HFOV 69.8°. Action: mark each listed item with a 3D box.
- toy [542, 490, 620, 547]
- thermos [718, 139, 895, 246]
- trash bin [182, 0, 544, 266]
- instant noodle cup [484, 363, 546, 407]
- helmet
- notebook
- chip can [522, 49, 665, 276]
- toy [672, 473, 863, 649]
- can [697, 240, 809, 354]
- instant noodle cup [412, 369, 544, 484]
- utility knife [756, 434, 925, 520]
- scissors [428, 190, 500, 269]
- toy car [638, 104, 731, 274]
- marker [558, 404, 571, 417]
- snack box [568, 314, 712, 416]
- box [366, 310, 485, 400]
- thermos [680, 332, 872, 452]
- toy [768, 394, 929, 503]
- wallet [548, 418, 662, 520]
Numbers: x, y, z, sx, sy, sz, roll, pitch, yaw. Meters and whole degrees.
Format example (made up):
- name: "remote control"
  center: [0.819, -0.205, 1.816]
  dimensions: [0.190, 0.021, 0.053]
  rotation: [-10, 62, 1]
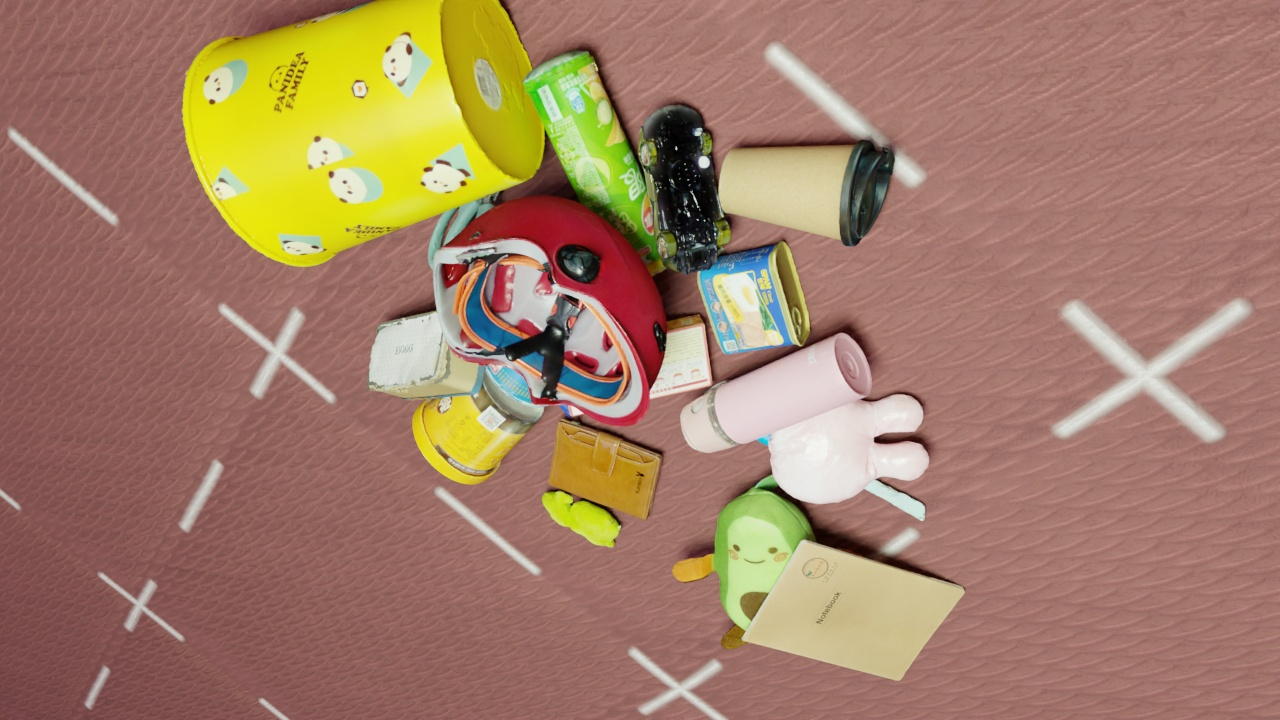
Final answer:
- name: "toy"
  center: [-0.072, 0.195, 1.133]
  dimensions: [0.100, 0.031, 0.097]
  rotation: [7, 138, 28]
- name: "thermos"
  center: [0.148, -0.156, 0.826]
  dimensions: [0.143, 0.092, 0.093]
  rotation: [13, 122, 25]
- name: "trash bin"
  center: [-0.245, -0.227, 0.868]
  dimensions: [0.256, 0.229, 0.230]
  rotation: [-11, 113, 20]
- name: "instant noodle cup"
  center: [-0.104, -0.021, 0.998]
  dimensions: [0.099, 0.099, 0.110]
  rotation: [40, 117, -3]
- name: "helmet"
  center: [-0.066, -0.058, 0.852]
  dimensions: [0.240, 0.143, 0.207]
  rotation: [29, 147, 10]
- name: "notebook"
  center: [0.235, 0.280, 1.014]
  dimensions: [0.207, 0.008, 0.148]
  rotation: [19, 114, -16]
- name: "chip can"
  center: [-0.037, -0.186, 0.887]
  dimensions: [0.073, 0.072, 0.221]
  rotation: [-15, 111, 28]
- name: "toy"
  center: [0.147, 0.242, 1.041]
  dimensions: [0.227, 0.089, 0.247]
  rotation: [-7, 119, 15]
- name: "can"
  center: [0.112, -0.060, 0.907]
  dimensions: [0.083, 0.057, 0.102]
  rotation: [-8, 114, 28]
- name: "instant noodle cup"
  center: [-0.183, 0.065, 1.063]
  dimensions: [0.115, 0.118, 0.118]
  rotation: [-40, 98, 26]
- name: "utility knife"
  center: [0.209, 0.114, 0.986]
  dimensions: [0.218, 0.018, 0.034]
  rotation: [29, 111, 5]
- name: "scissors"
  center: [-0.164, -0.146, 0.956]
  dimensions: [0.180, 0.019, 0.143]
  rotation: [-49, 49, 24]
- name: "toy car"
  center: [0.040, -0.161, 0.868]
  dimensions: [0.070, 0.042, 0.158]
  rotation: [-14, 101, -19]
- name: "marker"
  center: [-0.129, 0.010, 1.066]
  dimensions: [0.146, 0.016, 0.017]
  rotation: [44, 124, -6]
- name: "snack box"
  center: [-0.006, 0.006, 0.964]
  dimensions: [0.156, 0.027, 0.077]
  rotation: [-12, 121, -3]
- name: "box"
  center: [-0.236, -0.005, 1.022]
  dimensions: [0.185, 0.061, 0.089]
  rotation: [-2, 74, 46]
- name: "thermos"
  center: [0.131, 0.032, 0.922]
  dimensions: [0.199, 0.087, 0.067]
  rotation: [-27, 120, 39]
- name: "toy"
  center: [0.211, 0.086, 0.941]
  dimensions: [0.160, 0.054, 0.121]
  rotation: [-5, 94, 17]
- name: "wallet"
  center: [-0.041, 0.123, 1.087]
  dimensions: [0.131, 0.035, 0.119]
  rotation: [19, 129, 12]
